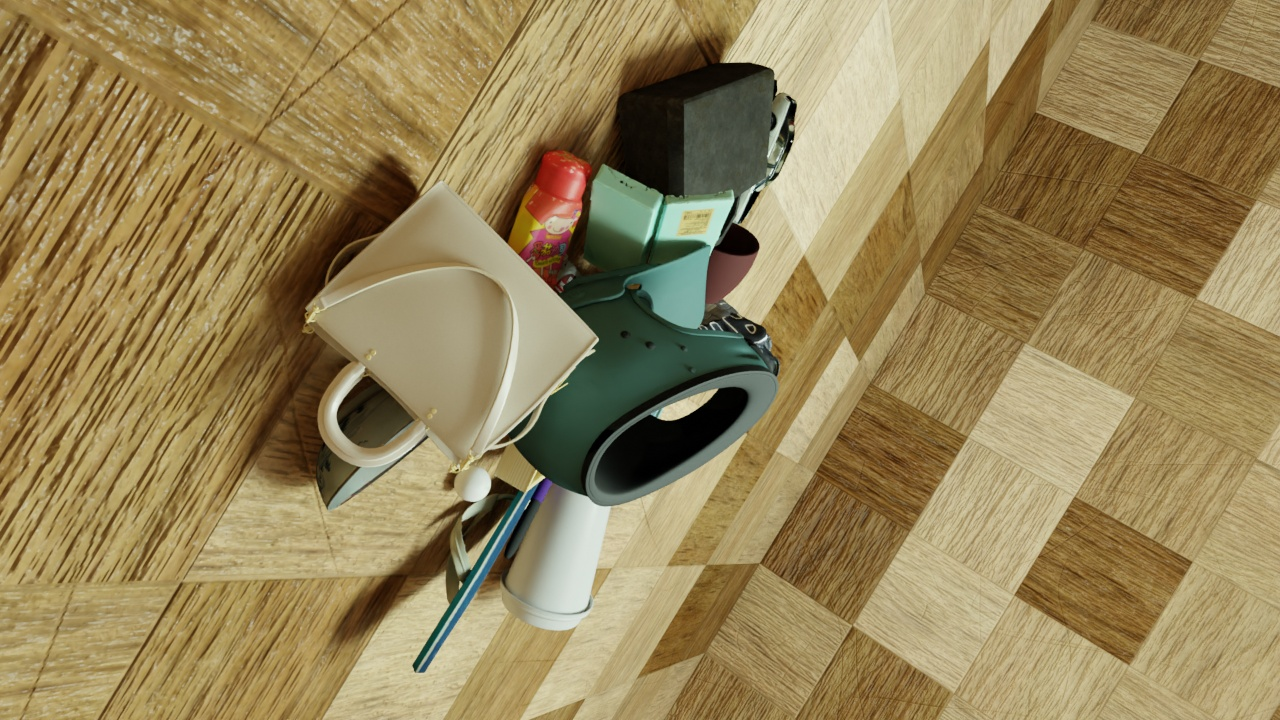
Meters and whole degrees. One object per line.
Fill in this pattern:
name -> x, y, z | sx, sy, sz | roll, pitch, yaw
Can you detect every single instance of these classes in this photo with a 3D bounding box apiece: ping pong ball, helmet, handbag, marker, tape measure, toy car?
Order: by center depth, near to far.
handbag -> -0.164, -0.005, 0.701 | 0.197, 0.194, 0.101 | -47, -173, -21
helmet -> -0.009, 0.003, 0.885 | 0.274, 0.200, 0.177 | -24, 143, -22
tape measure -> -0.089, -0.077, 0.974 | 0.062, 0.020, 0.060 | -55, 158, -6
handbag -> 0.060, -0.210, 1.007 | 0.196, 0.102, 0.200 | -34, 131, -45
ping pong ball -> -0.187, 0.137, 1.019 | 0.040, 0.040, 0.040 | -45, 154, -29
toy car -> 0.145, -0.258, 1.155 | 0.192, 0.071, 0.094 | -66, 165, 19
marker -> -0.140, 0.190, 1.160 | 0.015, 0.018, 0.133 | 44, 58, -30

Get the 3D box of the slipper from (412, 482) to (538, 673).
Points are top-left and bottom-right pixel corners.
slipper -> -0.198, 0.228, 1.068 | 0.293, 0.060, 0.118 | -61, 179, -46

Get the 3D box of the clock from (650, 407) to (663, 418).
clock -> -0.011, 0.077, 1.207 | 0.118, 0.060, 0.162 | -61, 173, -11

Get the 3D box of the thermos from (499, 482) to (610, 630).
thermos -> -0.101, 0.236, 1.234 | 0.131, 0.131, 0.222 | -3, 114, -64

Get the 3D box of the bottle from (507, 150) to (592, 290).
bottle -> -0.089, -0.131, 0.870 | 0.071, 0.048, 0.134 | -15, 131, -59

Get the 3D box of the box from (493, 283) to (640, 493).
box -> -0.059, 0.020, 1.108 | 0.247, 0.068, 0.253 | -63, 163, 12

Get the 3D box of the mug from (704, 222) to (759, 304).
mug -> 0.090, -0.125, 1.148 | 0.087, 0.114, 0.089 | 3, 128, -19

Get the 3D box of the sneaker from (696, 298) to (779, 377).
sneaker -> 0.120, -0.003, 1.306 | 0.251, 0.151, 0.097 | -39, 149, -60

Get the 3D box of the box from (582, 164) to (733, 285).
box -> 0.012, -0.126, 0.923 | 0.187, 0.139, 0.052 | 106, -1, -72

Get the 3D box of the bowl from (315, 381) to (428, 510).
bowl -> -0.226, 0.059, 0.785 | 0.150, 0.057, 0.151 | -41, 179, -1
